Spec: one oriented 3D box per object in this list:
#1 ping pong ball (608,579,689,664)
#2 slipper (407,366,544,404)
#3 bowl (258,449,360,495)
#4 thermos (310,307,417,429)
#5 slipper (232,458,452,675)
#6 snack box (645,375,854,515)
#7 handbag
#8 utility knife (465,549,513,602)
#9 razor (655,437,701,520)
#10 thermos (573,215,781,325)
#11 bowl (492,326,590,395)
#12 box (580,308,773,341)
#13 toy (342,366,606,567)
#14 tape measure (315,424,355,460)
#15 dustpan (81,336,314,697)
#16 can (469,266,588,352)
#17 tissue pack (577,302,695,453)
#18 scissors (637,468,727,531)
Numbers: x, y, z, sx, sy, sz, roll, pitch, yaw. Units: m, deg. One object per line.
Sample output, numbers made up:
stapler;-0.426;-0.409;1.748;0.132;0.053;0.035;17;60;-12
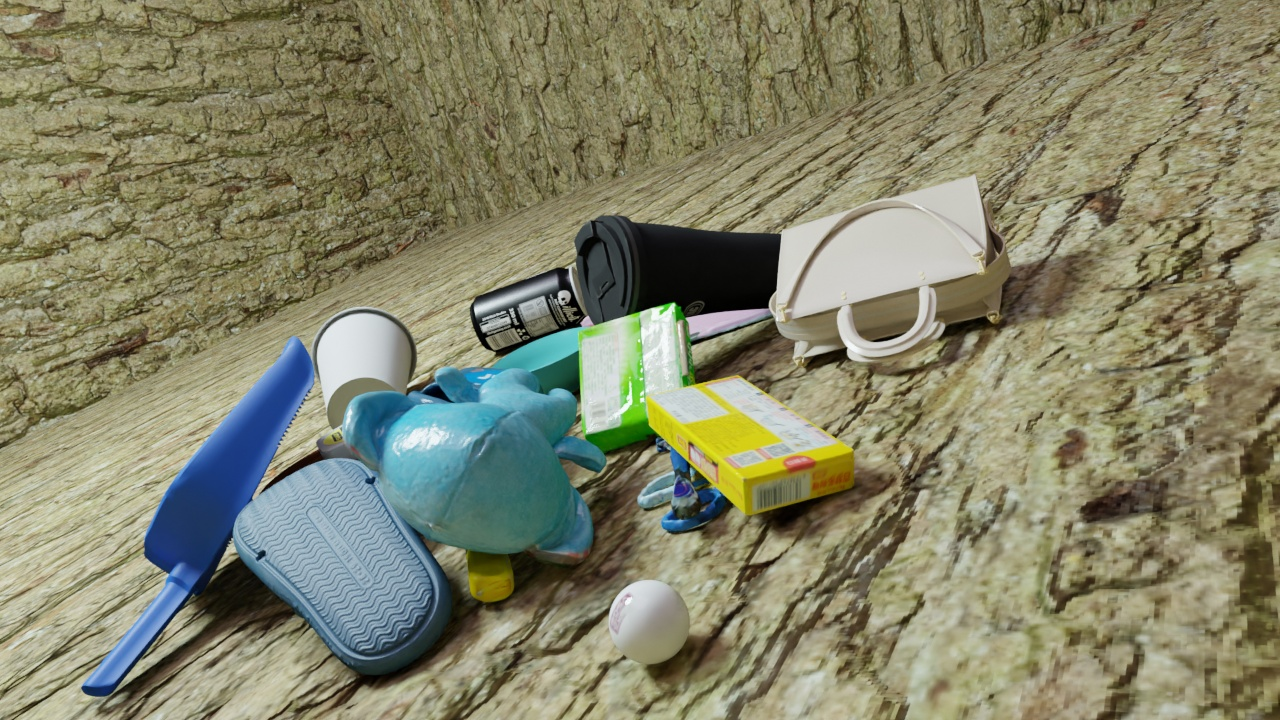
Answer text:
ping pong ball;0.004;0.129;0.454;0.040;0.040;0.040;-19;16;6
slipper;-0.129;0.034;0.789;0.104;0.059;0.213;14;3;11
bowl;-0.229;0.112;0.756;0.147;0.069;0.147;-19;17;6
thermos;-0.333;0.021;1.109;0.131;0.131;0.222;-23;24;-8
slipper;-0.193;0.132;0.612;0.103;0.059;0.214;-41;45;-22
snack box;0.066;0.050;0.598;0.075;0.025;0.152;-12;21;-19
handbag;0.200;-0.057;0.753;0.195;0.101;0.197;-14;30;24
utility knife;-0.112;0.125;0.654;0.028;0.020;0.186;-2;11;-13
razor;0.029;0.069;0.618;0.044;0.018;0.140;-20;15;6
thermos;0.053;-0.083;0.867;0.218;0.106;0.106;-4;7;-28
bowl;-0.093;0.011;0.954;0.121;0.046;0.121;-19;16;6
box;0.048;-0.062;1.017;0.233;0.051;0.180;-20;17;5
toy;-0.104;0.067;0.633;0.183;0.115;0.180;27;26;2
tape measure;-0.232;0.063;0.756;0.065;0.017;0.064;-26;18;-19
dustpan;-0.354;0.137;0.722;0.246;0.059;0.256;-45;12;45
can;-0.146;-0.068;1.220;0.146;0.080;0.080;-19;16;8
tissue pack;-0.002;0.012;0.753;0.100;0.034;0.113;-15;59;20
scissors;0.055;0.076;0.625;0.132;0.020;0.097;-31;22;-28
